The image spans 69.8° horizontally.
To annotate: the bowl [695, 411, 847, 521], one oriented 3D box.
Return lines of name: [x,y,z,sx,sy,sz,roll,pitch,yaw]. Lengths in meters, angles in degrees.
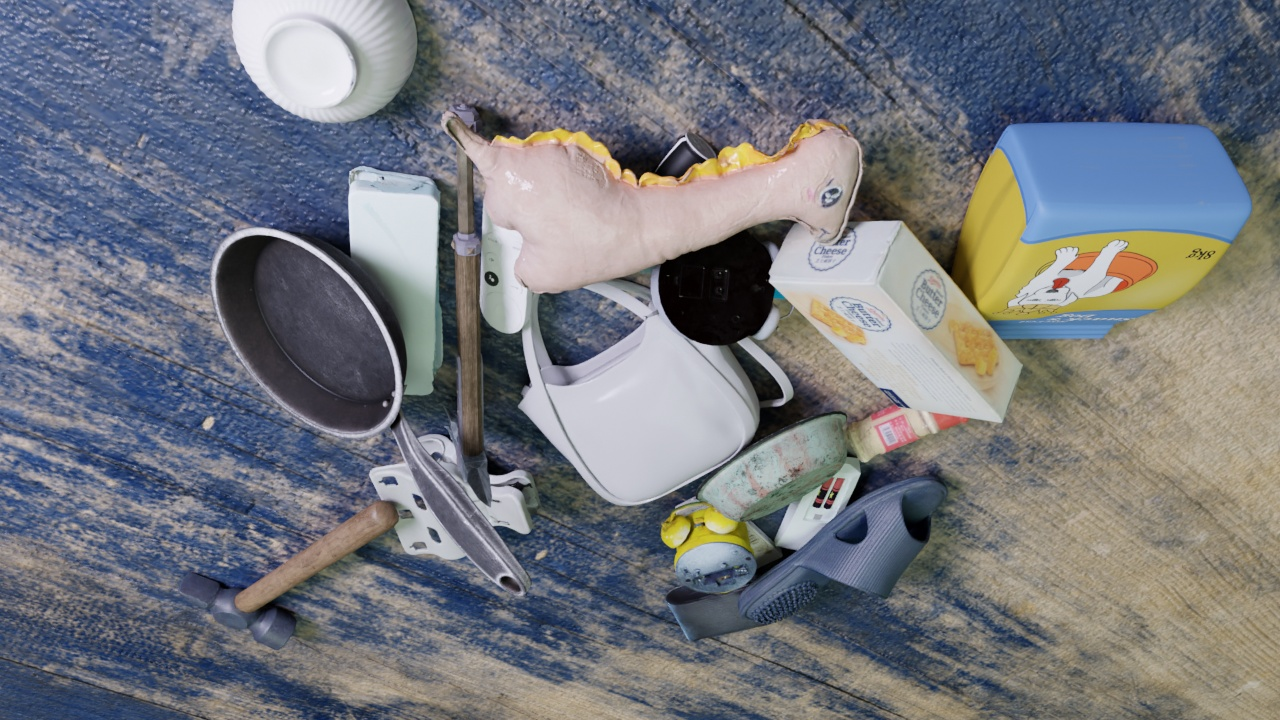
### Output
bowl: [0.128,0.104,0.840,0.157,0.038,0.158,-24,159,-10]

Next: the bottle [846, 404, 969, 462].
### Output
bottle: [0.248,0.058,0.857,0.109,0.044,0.044,-26,127,19]

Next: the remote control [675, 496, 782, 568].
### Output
remote control: [0.096,0.183,0.977,0.050,0.011,0.136,-31,125,22]

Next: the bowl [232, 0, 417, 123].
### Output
bowl: [-0.209,-0.203,0.595,0.118,0.062,0.118,-1,131,-2]

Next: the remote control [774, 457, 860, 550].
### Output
remote control: [0.183,0.151,0.945,0.049,0.024,0.144,7,130,-9]

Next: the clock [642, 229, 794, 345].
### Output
clock: [0.066,-0.058,0.724,0.122,0.035,0.094,4,92,-15]

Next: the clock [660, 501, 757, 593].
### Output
clock: [0.070,0.186,0.932,0.083,0.057,0.119,-19,128,15]

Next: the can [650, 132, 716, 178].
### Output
can: [0.020,-0.131,0.688,0.031,0.031,0.081,29,123,-25]

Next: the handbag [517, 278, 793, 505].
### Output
handbag: [-0.005,0.005,0.795,0.216,0.095,0.222,-30,113,20]

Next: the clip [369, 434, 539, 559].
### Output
clip: [-0.171,0.126,0.890,0.152,0.096,0.126,-10,132,2]

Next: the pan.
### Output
pan: [-0.202,0.043,0.723,0.357,0.055,0.188,47,132,-5]

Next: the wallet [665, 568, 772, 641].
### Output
wallet: [0.096,0.286,1.056,0.115,0.026,0.089,-17,131,12]

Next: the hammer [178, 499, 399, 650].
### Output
hammer: [-0.347,0.211,0.935,0.323,0.040,0.129,-32,121,33]

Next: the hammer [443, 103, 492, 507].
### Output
hammer: [-0.134,-0.040,0.717,0.028,0.147,0.317,-7,122,-19]

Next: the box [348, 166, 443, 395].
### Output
box: [-0.193,-0.056,0.734,0.083,0.065,0.199,16,129,8]

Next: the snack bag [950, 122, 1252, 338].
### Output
snack bag: [0.333,-0.079,0.716,0.159,0.102,0.206,0,145,-3]

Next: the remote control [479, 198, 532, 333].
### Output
remote control: [-0.105,-0.080,0.726,0.043,0.013,0.137,21,129,14]

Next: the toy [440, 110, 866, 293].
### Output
toy: [0.017,-0.127,0.631,0.265,0.065,0.196,-18,130,14]

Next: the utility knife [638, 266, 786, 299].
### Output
utility knife: [0.077,-0.069,0.755,0.178,0.015,0.031,6,127,-11]

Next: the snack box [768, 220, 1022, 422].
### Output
snack box: [0.206,-0.028,0.728,0.208,0.057,0.104,38,162,-34]

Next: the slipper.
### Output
slipper: [0.218,0.219,0.949,0.264,0.082,0.101,-41,141,22]
